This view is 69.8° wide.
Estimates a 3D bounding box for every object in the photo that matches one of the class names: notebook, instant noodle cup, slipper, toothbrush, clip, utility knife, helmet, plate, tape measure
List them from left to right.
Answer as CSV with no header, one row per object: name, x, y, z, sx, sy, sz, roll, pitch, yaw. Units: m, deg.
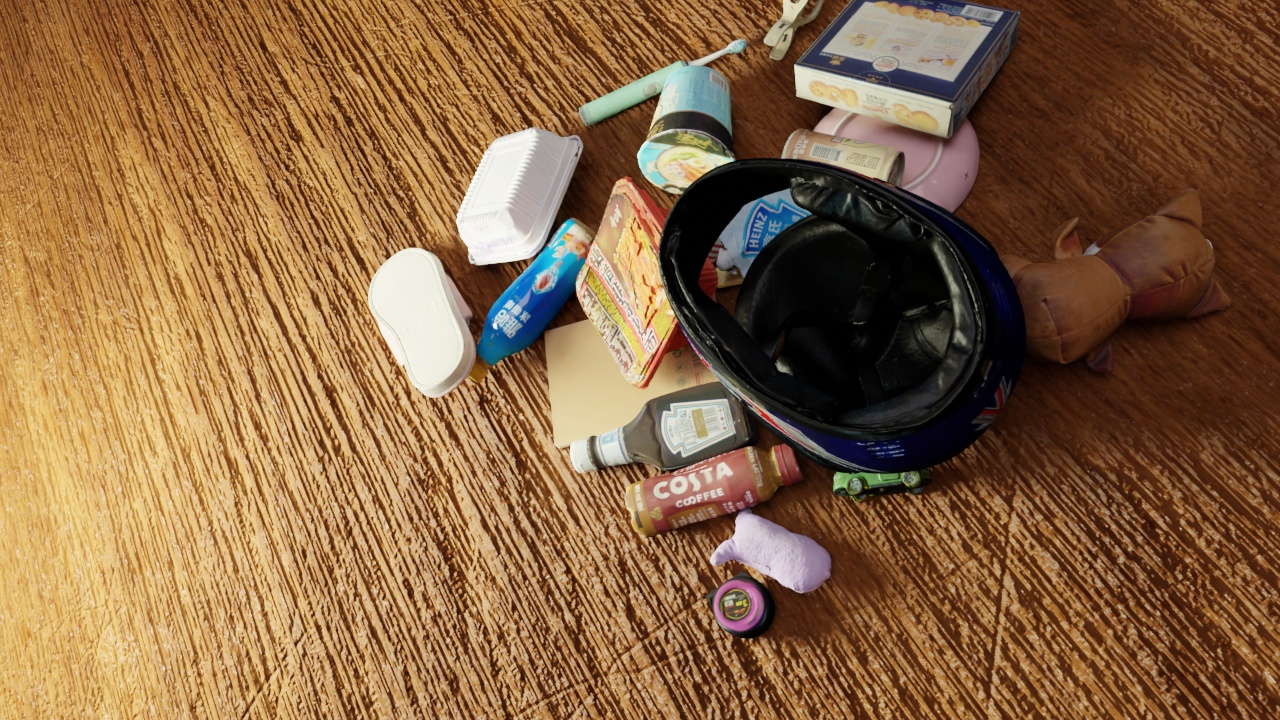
slipper,-0.256,-0.046,1.098,0.114,0.054,0.274,-42,45,2
instant noodle cup,-0.154,-0.205,1.104,0.138,0.060,0.173,-2,63,43
notebook,-0.006,0.006,1.022,0.208,0.008,0.147,-15,64,14
instant noodle cup,0.010,-0.084,0.970,0.079,0.189,0.164,-12,57,-31
toothbrush,0.028,-0.349,1.145,0.225,0.026,0.027,-22,41,10
instant noodle cup,0.059,-0.272,1.063,0.111,0.111,0.120,-3,60,19
tape measure,0.098,0.235,0.872,0.057,0.039,0.058,-36,56,4
utility knife,0.126,-0.102,1.009,0.198,0.021,0.031,-10,64,8
clip,0.189,-0.411,1.116,0.035,0.081,0.104,26,99,26
helmet,0.182,-0.040,0.831,0.315,0.240,0.247,35,96,18
plate,0.266,-0.223,0.996,0.193,0.039,0.192,-8,67,18

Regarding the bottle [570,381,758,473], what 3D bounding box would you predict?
bottle,0.021,0.078,0.960,0.195,0.044,0.079,-17,77,15

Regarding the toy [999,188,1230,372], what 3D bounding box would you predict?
toy,0.428,-0.068,0.839,0.200,0.140,0.130,-24,21,8

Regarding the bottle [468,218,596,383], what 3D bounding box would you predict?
bottle,-0.127,-0.065,1.064,0.065,0.065,0.218,37,85,29

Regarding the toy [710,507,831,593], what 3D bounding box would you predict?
toy,0.129,0.184,0.873,0.108,0.039,0.083,23,43,21

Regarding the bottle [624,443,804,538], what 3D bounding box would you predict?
bottle,0.074,0.126,0.914,0.175,0.057,0.057,-20,63,12

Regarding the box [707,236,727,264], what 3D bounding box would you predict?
box,0.087,-0.170,1.034,0.163,0.076,0.087,-32,42,9

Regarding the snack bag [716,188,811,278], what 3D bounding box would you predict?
snack bag,0.174,-0.123,0.963,0.191,0.038,0.110,17,103,13

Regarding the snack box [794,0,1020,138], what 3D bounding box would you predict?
snack box,0.289,-0.333,0.999,0.178,0.046,0.182,25,60,27

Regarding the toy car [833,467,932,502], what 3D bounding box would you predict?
toy car,0.228,0.112,0.870,0.091,0.043,0.036,-7,67,17

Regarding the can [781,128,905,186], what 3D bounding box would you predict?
can,0.209,-0.201,0.951,0.116,0.058,0.058,19,77,26
